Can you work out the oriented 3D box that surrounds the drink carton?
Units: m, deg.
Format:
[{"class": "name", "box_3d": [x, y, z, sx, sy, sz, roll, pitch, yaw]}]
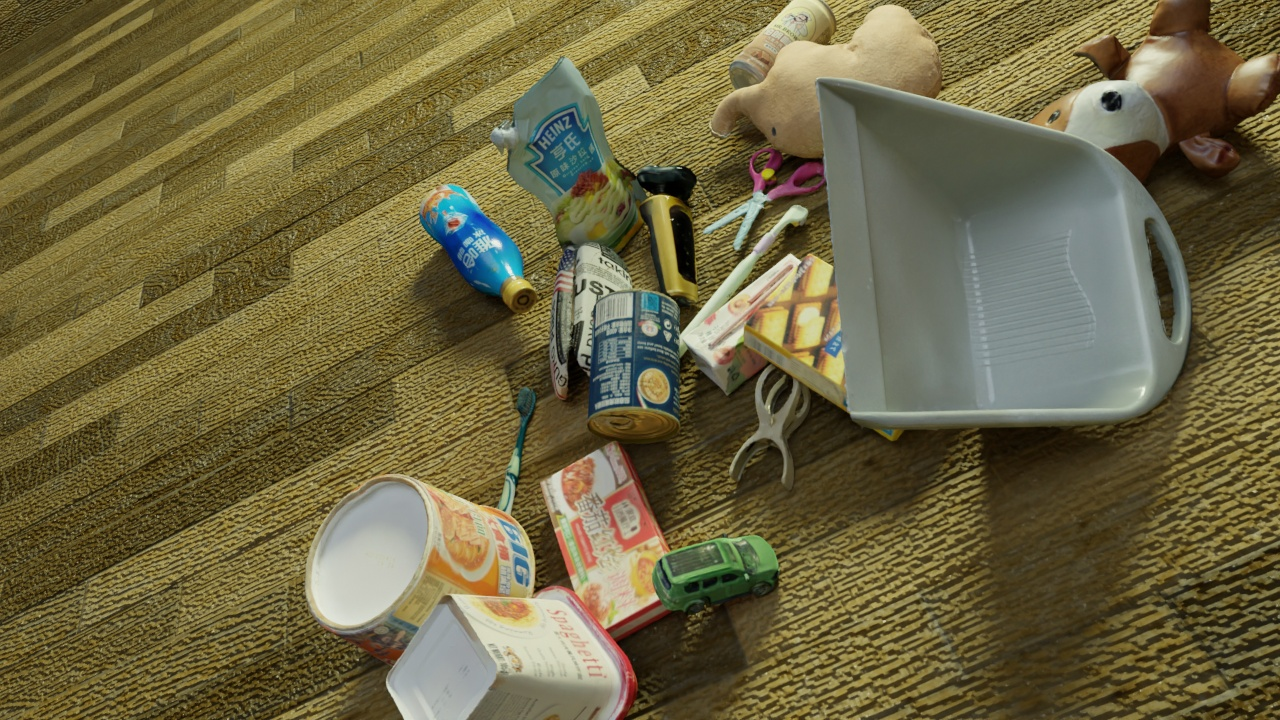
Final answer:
[{"class": "drink carton", "box_3d": [0.099, -0.032, 0.766, 0.122, 0.045, 0.053, -38, 45, -5]}]

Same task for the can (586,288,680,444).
[{"class": "can", "box_3d": [-0.004, 0.004, 0.758, 0.075, 0.075, 0.111, -9, 63, 22]}]

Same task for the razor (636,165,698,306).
[{"class": "razor", "box_3d": [0.032, -0.120, 0.870, 0.068, 0.062, 0.167, -39, 43, 38]}]

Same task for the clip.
[{"class": "clip", "box_3d": [0.105, 0.050, 0.708, 0.072, 0.034, 0.100, 7, 63, 31]}]

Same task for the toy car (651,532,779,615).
[{"class": "toy car", "box_3d": [0.054, 0.146, 0.641, 0.091, 0.036, 0.043, -8, 42, -20]}]

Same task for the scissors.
[{"class": "scissors", "box_3d": [0.122, -0.153, 0.871, 0.113, 0.017, 0.134, 10, 59, 28]}]

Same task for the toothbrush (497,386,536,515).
[{"class": "toothbrush", "box_3d": [-0.114, 0.102, 0.794, 0.016, 0.018, 0.191, -8, 51, 22]}]

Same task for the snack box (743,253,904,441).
[{"class": "snack box", "box_3d": [0.158, -0.012, 0.694, 0.140, 0.034, 0.086, 36, 68, 20]}]

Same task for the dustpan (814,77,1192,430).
[{"class": "dustpan", "box_3d": [0.247, -0.063, 0.589, 0.143, 0.257, 0.222, -14, 71, 38]}]

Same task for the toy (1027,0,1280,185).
[{"class": "toy", "box_3d": [0.369, -0.179, 0.694, 0.200, 0.130, 0.140, -35, 65, 9]}]

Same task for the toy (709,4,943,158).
[{"class": "toy", "box_3d": [0.171, -0.252, 0.876, 0.226, 0.082, 0.143, -18, 53, 16]}]

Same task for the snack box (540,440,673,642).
[{"class": "snack box", "box_3d": [-0.023, 0.138, 0.711, 0.075, 0.025, 0.152, -30, 46, 5]}]

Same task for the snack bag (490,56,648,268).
[{"class": "snack bag", "box_3d": [-0.062, -0.179, 0.870, 0.110, 0.191, 0.039, -41, 45, -7]}]

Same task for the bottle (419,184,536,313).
[{"class": "bottle", "box_3d": [-0.168, -0.115, 0.965, 0.065, 0.065, 0.218, -39, 47, -5]}]

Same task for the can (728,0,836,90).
[{"class": "can", "box_3d": [0.149, -0.326, 0.964, 0.116, 0.058, 0.058, -47, 47, -13]}]

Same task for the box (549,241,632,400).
[{"class": "box", "box_3d": [-0.058, -0.036, 0.853, 0.088, 0.076, 0.162, -30, 45, 35]}]

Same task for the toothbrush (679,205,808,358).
[{"class": "toothbrush", "box_3d": [0.086, -0.068, 0.822, 0.189, 0.020, 0.029, -48, 17, -12]}]

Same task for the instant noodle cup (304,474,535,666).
[{"class": "instant noodle cup", "box_3d": [-0.173, 0.163, 0.701, 0.152, 0.111, 0.151, -16, 54, 23]}]

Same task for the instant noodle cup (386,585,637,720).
[{"class": "instant noodle cup", "box_3d": [-0.087, 0.213, 0.602, 0.117, 0.124, 0.116, -55, 46, 6]}]
